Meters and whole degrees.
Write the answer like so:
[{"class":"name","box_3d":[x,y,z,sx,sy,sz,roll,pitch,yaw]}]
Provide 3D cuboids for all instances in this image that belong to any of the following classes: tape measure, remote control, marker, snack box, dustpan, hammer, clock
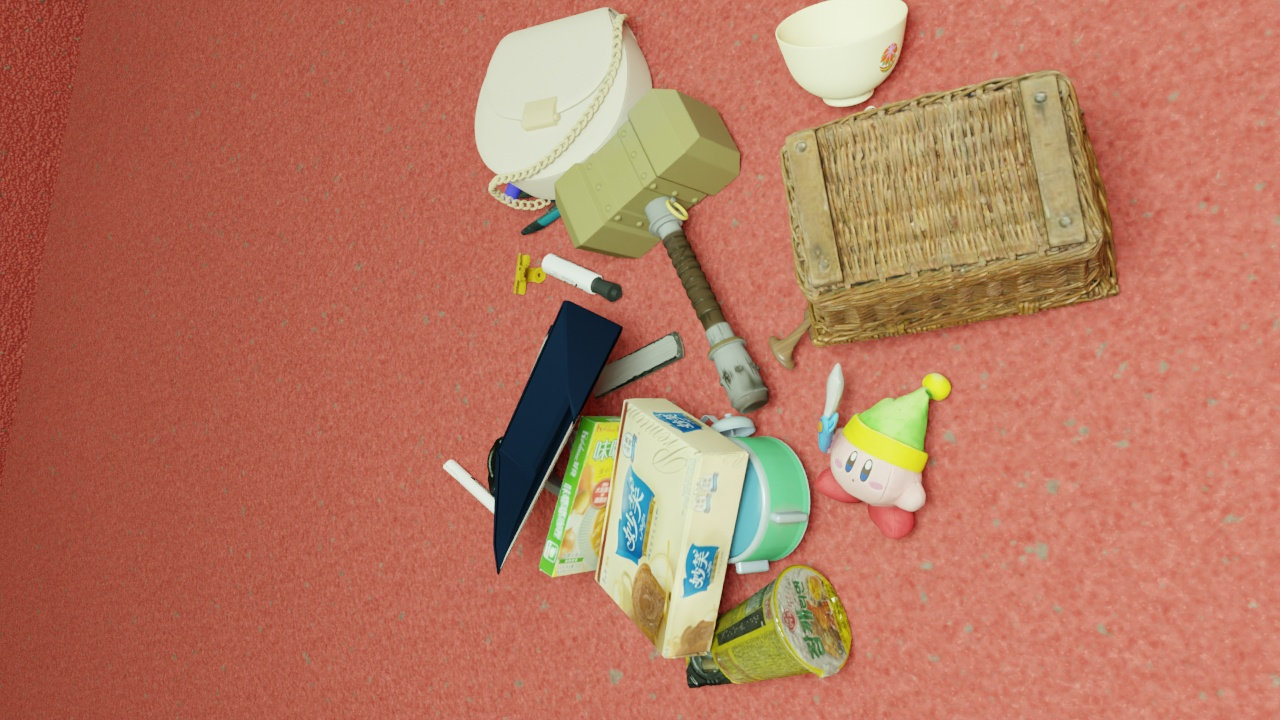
[{"class":"tape measure","box_3d":[-0.158,0.129,1.135,0.072,0.042,0.072,-26,67,39]},{"class":"remote control","box_3d":[-0.006,0.006,1.039,0.137,0.013,0.033,-27,68,36]},{"class":"marker","box_3d":[-0.138,-0.269,1.170,0.020,0.020,0.142,38,109,35]},{"class":"snack box","box_3d":[0.024,0.158,0.895,0.153,0.055,0.207,32,116,56]},{"class":"snack box","box_3d":[-0.033,0.142,0.971,0.027,0.131,0.168,22,100,39]},{"class":"marker","box_3d":[-0.069,-0.098,1.093,0.126,0.025,0.025,27,103,38]},{"class":"dustpan","box_3d":[-0.105,0.050,0.988,0.080,0.272,0.237,27,125,-2]},{"class":"tape measure","box_3d":[0.076,0.295,0.927,0.067,0.038,0.062,-20,73,37]},{"class":"hammer","box_3d":[0.049,-0.093,0.947,0.191,0.100,0.324,-37,65,31]},{"class":"clock","box_3d":[0.096,0.121,0.905,0.122,0.075,0.161,-61,42,31]},{"class":"marker","box_3d":[-0.212,0.168,1.189,0.133,0.020,0.017,33,110,37]}]

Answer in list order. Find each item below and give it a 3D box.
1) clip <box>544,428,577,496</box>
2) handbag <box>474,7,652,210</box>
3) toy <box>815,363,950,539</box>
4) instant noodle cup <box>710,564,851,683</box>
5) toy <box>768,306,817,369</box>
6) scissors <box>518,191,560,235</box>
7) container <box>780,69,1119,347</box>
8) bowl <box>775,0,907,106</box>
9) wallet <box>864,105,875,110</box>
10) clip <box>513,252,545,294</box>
[{"class":"clip","box_3d":[-0.070,0.128,1.071,0.108,0.028,0.163,-47,59,27]},{"class":"handbag","box_3d":[-0.088,-0.295,1.078,0.211,0.103,0.208,-3,76,29]},{"class":"toy","box_3d":[0.216,0.072,0.819,0.124,0.096,0.132,35,126,42]},{"class":"instant noodle cup","box_3d":[0.125,0.257,0.860,0.108,0.102,0.102,-38,63,40]},{"class":"toy","box_3d":[0.170,-0.037,0.873,0.041,0.054,0.102,61,144,22]},{"class":"scissors","box_3d":[-0.104,-0.200,1.136,0.149,0.019,0.122,33,106,35]},{"class":"container","box_3d":[0.230,-0.115,0.707,0.250,0.183,0.162,-10,81,21]},{"class":"bowl","box_3d":[0.191,-0.282,0.857,0.118,0.117,0.074,20,141,39]},{"class":"wallet","box_3d":[0.227,-0.170,0.854,0.086,0.032,0.116,-45,63,37]},{"class":"clip","box_3d":[-0.140,-0.109,1.161,0.046,0.035,0.053,7,89,58]}]
